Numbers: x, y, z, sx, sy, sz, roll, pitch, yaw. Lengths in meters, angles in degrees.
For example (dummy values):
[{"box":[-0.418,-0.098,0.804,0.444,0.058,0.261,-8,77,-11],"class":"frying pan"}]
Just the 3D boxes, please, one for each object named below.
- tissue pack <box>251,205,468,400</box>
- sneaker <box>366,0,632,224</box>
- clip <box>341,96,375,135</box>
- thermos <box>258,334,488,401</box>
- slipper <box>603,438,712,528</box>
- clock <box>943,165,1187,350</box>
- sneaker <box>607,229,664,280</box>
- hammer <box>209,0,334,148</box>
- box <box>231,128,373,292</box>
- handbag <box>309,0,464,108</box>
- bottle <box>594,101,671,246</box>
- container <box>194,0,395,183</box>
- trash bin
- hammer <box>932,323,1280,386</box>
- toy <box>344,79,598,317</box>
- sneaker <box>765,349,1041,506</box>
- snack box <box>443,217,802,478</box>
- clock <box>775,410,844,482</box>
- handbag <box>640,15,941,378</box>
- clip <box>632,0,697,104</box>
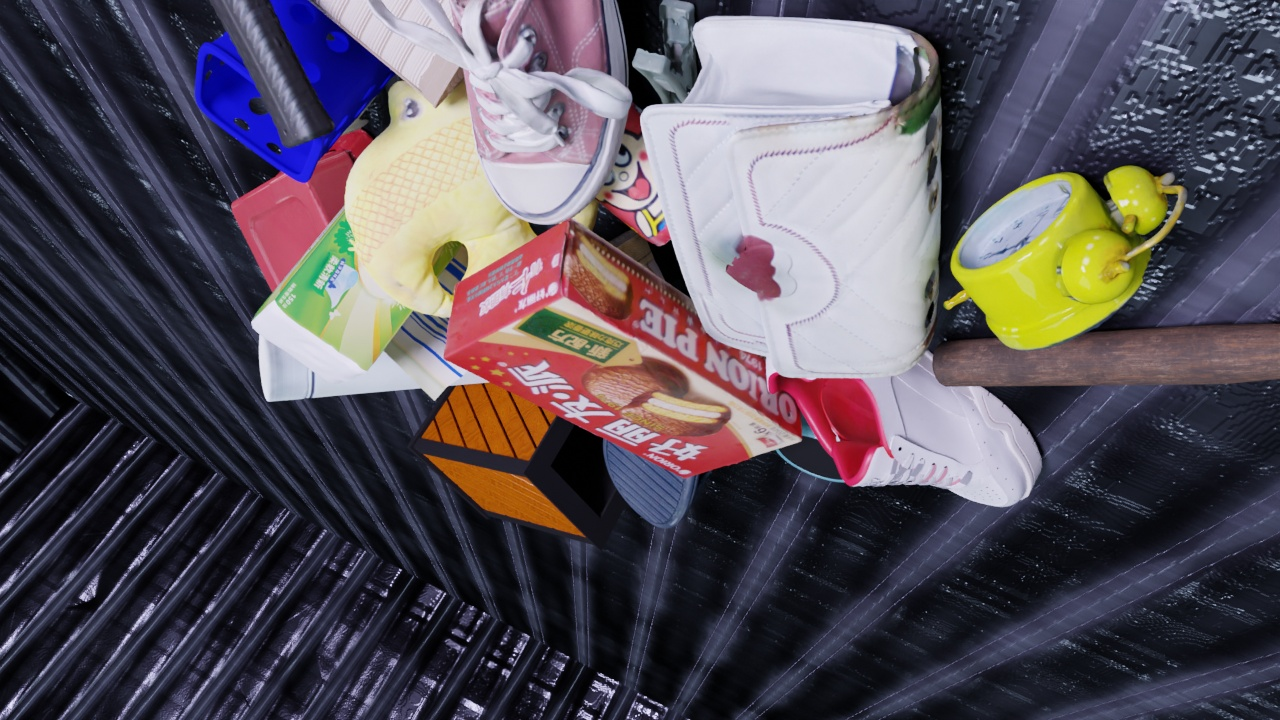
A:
[{"box":[-0.164,-0.063,0.678,0.141,0.197,0.120,40,162,-21],"class":"tissue pack"},{"box":[-0.059,-0.157,0.453,0.118,0.087,0.241,9,136,10],"class":"sneaker"},{"box":[-0.222,-0.191,0.675,0.043,0.101,0.054,30,110,-7],"class":"clip"},{"box":[-0.226,-0.005,0.843,0.229,0.068,0.068,-4,168,-27],"class":"thermos"},{"box":[0.037,0.041,0.803,0.101,0.082,0.264,35,138,19],"class":"slipper"},{"box":[0.210,-0.052,0.449,0.057,0.083,0.119,45,153,-14],"class":"clock"},{"box":[-0.047,-0.018,0.739,0.102,0.088,0.242,52,145,-7],"class":"sneaker"},{"box":[-0.245,-0.263,0.469,0.130,0.032,0.319,-3,118,44],"class":"hammer"},{"box":[-0.268,-0.110,0.787,0.158,0.127,0.137,-5,133,49],"class":"box"},{"box":[-0.130,-0.257,0.472,0.175,0.062,0.198,39,144,-13],"class":"handbag"},{"box":[-0.023,-0.134,0.563,0.137,0.061,0.062,37,153,-16],"class":"bottle"},{"box":[-0.212,-0.192,0.591,0.085,0.113,0.085,38,153,-16],"class":"container"},{"box":[-0.105,0.082,0.937,0.172,0.139,0.140,6,145,40],"class":"trash bin"},{"box":[0.321,0.021,0.516,0.301,0.037,0.217,-3,139,49],"class":"hammer"},{"box":[-0.114,-0.113,0.600,0.155,0.170,0.064,68,171,-17],"class":"toy"},{"box":[0.178,0.052,0.638,0.236,0.104,0.090,40,152,-20],"class":"sneaker"},{"box":[-0.004,0.004,0.616,0.113,0.060,0.236,-22,141,37],"class":"snack box"},{"box":[0.153,0.064,0.743,0.090,0.053,0.124,14,152,30],"class":"clock"},{"box":[0.092,-0.078,0.506,0.142,0.096,0.199,14,148,28],"class":"handbag"},{"box":[0.019,-0.160,0.512,0.023,0.061,0.076,22,169,19],"class":"clip"}]
